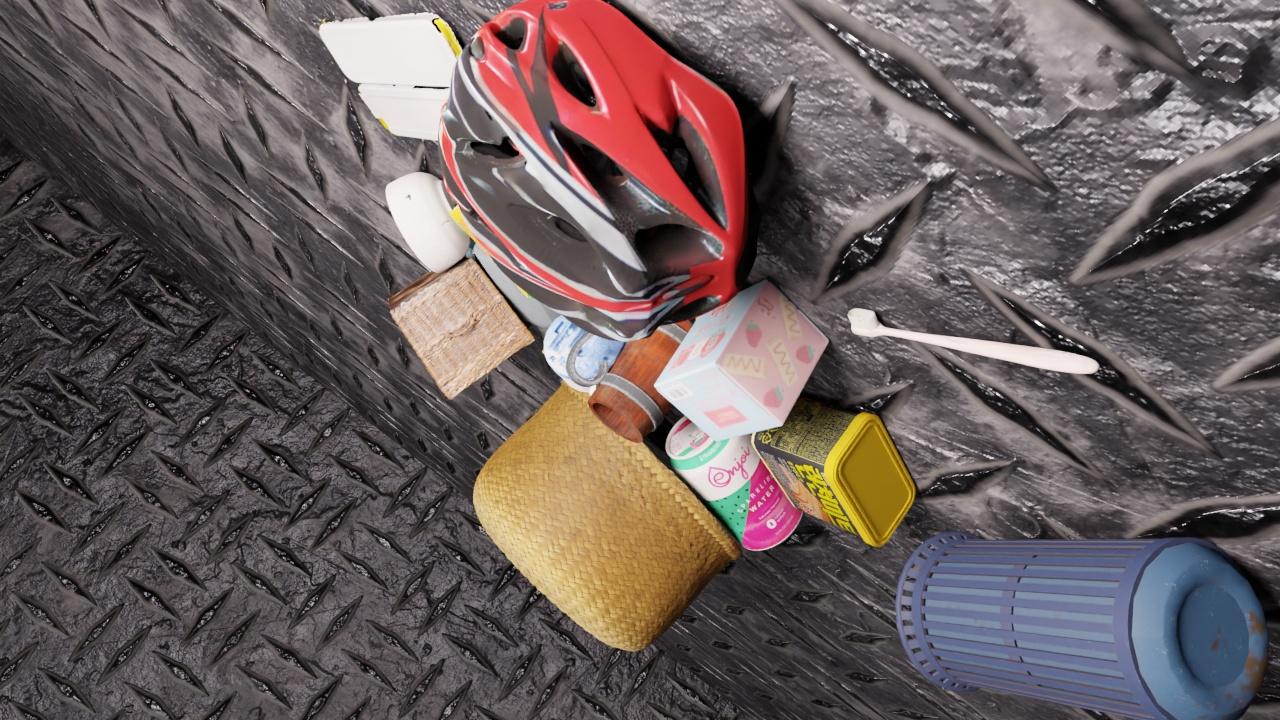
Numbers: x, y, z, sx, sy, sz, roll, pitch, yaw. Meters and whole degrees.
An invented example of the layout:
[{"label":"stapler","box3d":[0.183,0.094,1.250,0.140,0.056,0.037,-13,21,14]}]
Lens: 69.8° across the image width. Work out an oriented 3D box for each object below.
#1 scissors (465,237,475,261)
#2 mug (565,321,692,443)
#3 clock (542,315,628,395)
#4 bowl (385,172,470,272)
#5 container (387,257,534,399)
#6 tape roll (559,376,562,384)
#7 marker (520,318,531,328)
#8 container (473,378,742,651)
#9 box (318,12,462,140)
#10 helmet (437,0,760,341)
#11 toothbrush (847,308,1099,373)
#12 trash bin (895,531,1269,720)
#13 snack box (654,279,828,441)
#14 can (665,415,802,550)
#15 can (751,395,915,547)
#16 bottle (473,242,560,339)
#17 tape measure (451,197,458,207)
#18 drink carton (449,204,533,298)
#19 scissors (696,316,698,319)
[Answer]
[{"label":"scissors","box3d":[-0.202,-0.134,1.070,0.056,0.015,0.137,33,157,8]},{"label":"mug","box3d":[-0.005,0.005,0.892,0.117,0.111,0.082,42,159,-11]},{"label":"clock","box3d":[-0.043,-0.005,0.968,0.125,0.088,0.052,31,164,25]},{"label":"bowl","box3d":[-0.216,-0.150,0.962,0.105,0.054,0.104,60,-172,-14]},{"label":"container","box3d":[-0.215,-0.045,1.055,0.113,0.113,0.198,57,169,-15]},{"label":"tape roll","box3d":[-0.065,0.046,1.213,0.091,0.016,0.093,32,159,15]},{"label":"marker","box3d":[-0.149,-0.045,1.157,0.017,0.021,0.124,41,156,-9]},{"label":"container","box3d":[-0.048,0.186,1.079,0.307,0.196,0.307,44,172,8]},{"label":"box","box3d":[-0.203,-0.249,0.817,0.210,0.023,0.127,19,154,43]},{"label":"helmet","box3d":[-0.040,-0.129,0.636,0.272,0.166,0.218,42,156,27]},{"label":"toothbrush","box3d":[0.217,-0.014,0.621,0.181,0.015,0.018,16,144,47]},{"label":"trash bin","box3d":[0.334,0.203,0.717,0.139,0.139,0.250,42,158,-10]},{"label":"snack box","box3d":[0.082,0.003,0.749,0.079,0.094,0.093,41,151,-15]},{"label":"can","box3d":[0.104,0.131,1.008,0.166,0.088,0.088,49,157,-27]},{"label":"can","box3d":[0.177,0.098,0.846,0.101,0.072,0.131,18,152,48]},{"label":"bottle","box3d":[-0.119,-0.073,1.009,0.072,0.046,0.161,23,155,37]},{"label":"tape measure","box3d":[-0.164,-0.152,0.930,0.059,0.035,0.066,28,158,27]},{"label":"drink carton","box3d":[-0.122,-0.124,0.890,0.122,0.058,0.041,48,158,-25]},{"label":"scissors","box3d":[0.059,-0.048,0.817,0.125,0.011,0.128,31,156,16]}]
